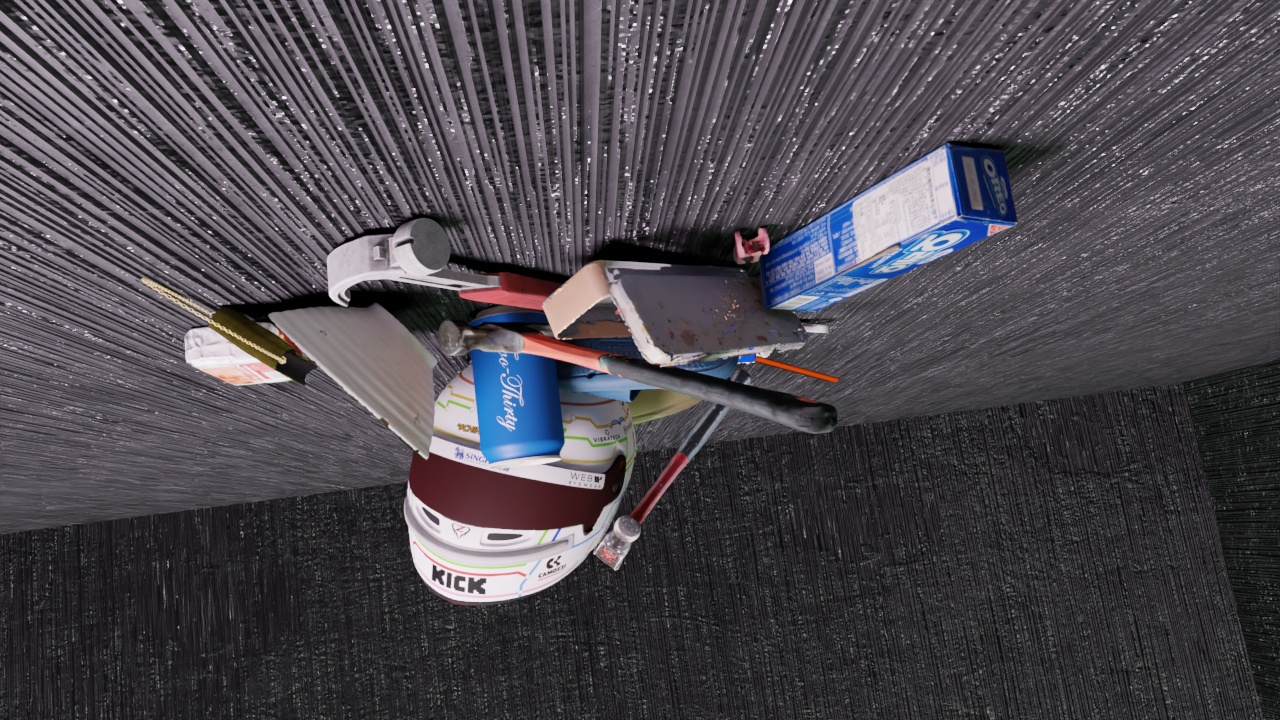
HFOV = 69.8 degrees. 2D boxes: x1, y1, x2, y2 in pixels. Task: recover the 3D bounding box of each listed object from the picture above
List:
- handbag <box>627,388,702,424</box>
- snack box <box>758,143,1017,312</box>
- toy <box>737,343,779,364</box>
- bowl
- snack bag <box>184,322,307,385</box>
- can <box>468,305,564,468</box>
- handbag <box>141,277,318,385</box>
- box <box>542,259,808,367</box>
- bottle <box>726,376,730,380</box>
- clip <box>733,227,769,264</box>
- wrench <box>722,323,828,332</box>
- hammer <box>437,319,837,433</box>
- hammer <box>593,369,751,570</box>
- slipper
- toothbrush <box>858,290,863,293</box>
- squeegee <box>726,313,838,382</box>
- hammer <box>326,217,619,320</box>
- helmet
[{"bbox_3d":[-0.013,0.035,1.230,0.233,0.088,0.190,-15,-177,37],"label":"handbag"},{"bbox_3d":[0.174,-0.091,0.694,0.059,0.059,0.227,1,167,-25],"label":"snack box"},{"bbox_3d":[0.116,-0.015,1.144,0.109,0.041,0.095,-5,175,31],"label":"toy"},{"bbox_3d":[-0.224,0.000,0.782,0.070,0.177,0.177,-48,177,-12],"label":"bowl"},{"bbox_3d":[-0.357,-0.005,0.840,0.077,0.036,0.116,-6,170,-7],"label":"snack bag"},{"bbox_3d":[-0.118,0.025,0.870,0.079,0.146,0.079,-7,170,-1],"label":"can"},{"bbox_3d":[-0.313,-0.028,0.693,0.084,0.027,0.178,30,170,14],"label":"handbag"},{"bbox_3d":[0.033,-0.030,0.763,0.105,0.096,0.215,-29,165,38],"label":"box"},{"bbox_3d":[0.058,0.009,1.090,0.057,0.056,0.162,-12,158,26],"label":"bottle"},{"bbox_3d":[0.082,-0.089,0.738,0.037,0.022,0.058,-11,172,1],"label":"clip"},{"bbox_3d":[0.121,-0.039,1.057,0.272,0.009,0.047,-1,-174,-38],"label":"wrench"},{"bbox_3d":[-0.003,0.008,0.717,0.334,0.033,0.132,15,-170,38],"label":"hammer"},{"bbox_3d":[0.046,0.126,1.133,0.325,0.036,0.141,-49,172,-36],"label":"hammer"},{"bbox_3d":[-0.005,0.005,0.902,0.214,0.059,0.103,3,-140,28],"label":"slipper"},{"bbox_3d":[0.211,-0.079,0.907,0.021,0.016,0.132,-8,170,14],"label":"toothbrush"},{"bbox_3d":[0.116,-0.039,0.898,0.249,0.055,0.185,15,148,-10],"label":"squeegee"},{"bbox_3d":[-0.108,-0.058,0.746,0.126,0.036,0.315,-11,170,34],"label":"hammer"},{"bbox_3d":[-0.127,0.100,1.018,0.231,0.236,0.313,12,-166,14],"label":"helmet"}]
